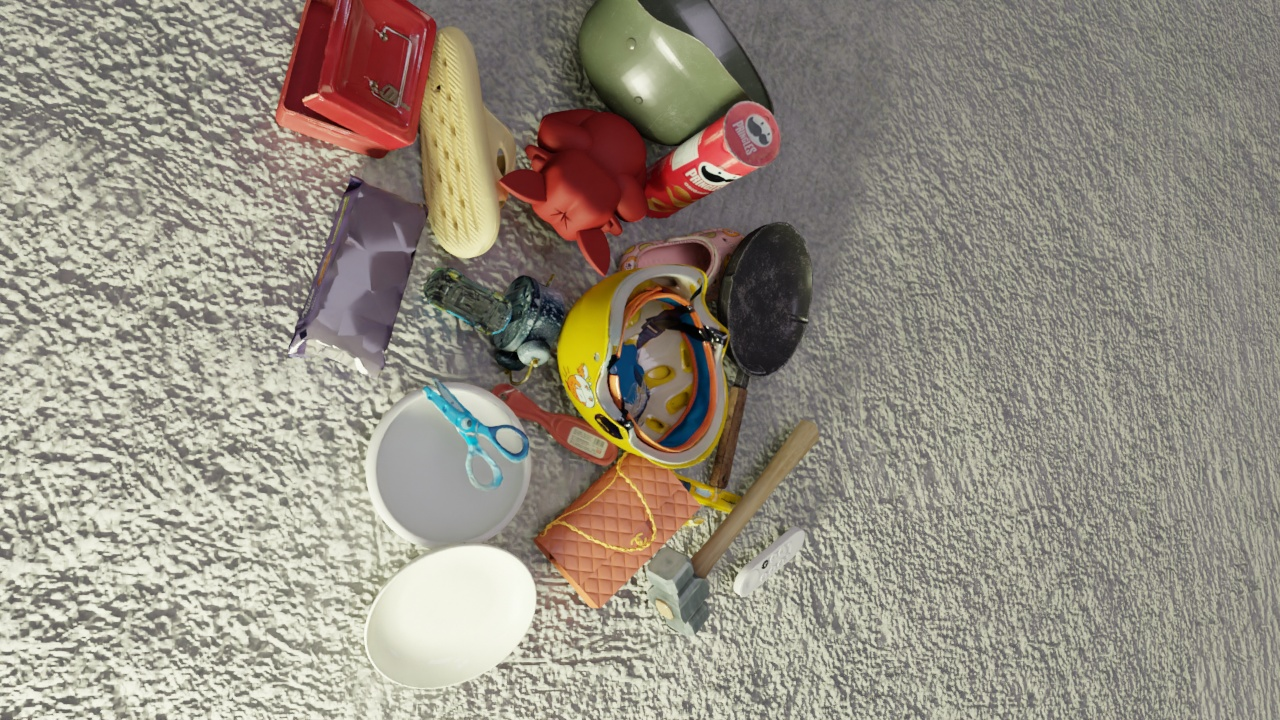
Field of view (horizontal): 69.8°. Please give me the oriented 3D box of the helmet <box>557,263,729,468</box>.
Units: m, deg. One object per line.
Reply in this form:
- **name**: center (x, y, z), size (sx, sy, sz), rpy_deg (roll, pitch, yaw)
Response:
- **helmet**: center (-0.006, 0.006, 1.071), size (0.208, 0.140, 0.240), rpy_deg (-40, 122, -37)

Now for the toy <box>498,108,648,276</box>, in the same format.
- **toy**: center (-0.068, -0.202, 1.052), size (0.158, 0.121, 0.196), rpy_deg (43, 44, -19)

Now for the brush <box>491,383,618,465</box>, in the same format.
- **brush**: center (-0.103, 0.075, 1.070), size (0.172, 0.030, 0.041), rpy_deg (30, 73, -22)

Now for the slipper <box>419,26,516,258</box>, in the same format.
- **slipper**: center (-0.191, -0.239, 1.027), size (0.079, 0.112, 0.261), rpy_deg (-3, 82, -50)

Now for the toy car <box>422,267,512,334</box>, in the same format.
- **toy car**: center (-0.190, -0.064, 1.021), size (0.105, 0.032, 0.048), rpy_deg (26, 80, 10)

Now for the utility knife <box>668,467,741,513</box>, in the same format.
- **utility knife**: center (0.073, 0.165, 1.164), size (0.155, 0.017, 0.030), rpy_deg (22, 84, -27)

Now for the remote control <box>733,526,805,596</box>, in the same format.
- **remote control**: center (0.168, 0.258, 1.184), size (0.136, 0.013, 0.043), rpy_deg (-29, 131, -36)

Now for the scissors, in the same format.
- **scissors**: center (-0.174, 0.066, 0.968), size (0.083, 0.015, 0.140), rpy_deg (-40, 101, -24)

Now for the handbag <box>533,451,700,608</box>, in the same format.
- **handbag**: center (-0.026, 0.189, 1.075), size (0.171, 0.060, 0.109), rpy_deg (-42, 91, -22)

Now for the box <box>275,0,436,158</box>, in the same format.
- **box**: center (-0.303, -0.309, 0.978), size (0.136, 0.123, 0.157), rpy_deg (22, 71, -43)

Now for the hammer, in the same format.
- **hammer**: center (0.127, 0.193, 1.150), size (0.322, 0.051, 0.117), rpy_deg (-45, 136, -27)

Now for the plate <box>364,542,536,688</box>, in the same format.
- **plate**: center (-0.201, 0.262, 0.966), size (0.182, 0.034, 0.182), rpy_deg (-12, 119, -23)

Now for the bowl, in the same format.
- **bowl**: center (-0.210, 0.113, 0.988), size (0.176, 0.066, 0.176), rpy_deg (3, 83, -28)

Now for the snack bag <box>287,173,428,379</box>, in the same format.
- **snack bag**: center (-0.293, -0.089, 0.971), size (0.096, 0.058, 0.205), rpy_deg (20, 75, -26)

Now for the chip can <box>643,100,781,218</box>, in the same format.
- **chip can**: center (0.070, -0.228, 1.079), size (0.073, 0.233, 0.073), rpy_deg (3, 82, -25)

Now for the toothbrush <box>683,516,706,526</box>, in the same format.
- **toothbrush**: center (0.022, 0.208, 1.130), size (0.135, 0.016, 0.021), rpy_deg (-6, 85, -29)

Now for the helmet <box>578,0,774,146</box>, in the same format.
- **helmet**: center (0.019, -0.358, 1.099), size (0.268, 0.154, 0.226), rpy_deg (44, 26, -27)

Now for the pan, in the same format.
- **pan**: center (0.137, -0.005, 1.178), size (0.207, 0.040, 0.356), rpy_deg (22, 84, -52)

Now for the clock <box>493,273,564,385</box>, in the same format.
- **clock**: center (-0.129, -0.035, 1.035), size (0.052, 0.090, 0.129), rpy_deg (21, 72, -31)

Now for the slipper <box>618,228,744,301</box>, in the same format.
- **slipper**: center (0.071, -0.119, 1.156), size (0.197, 0.082, 0.093), rpy_deg (-13, 92, -26)
